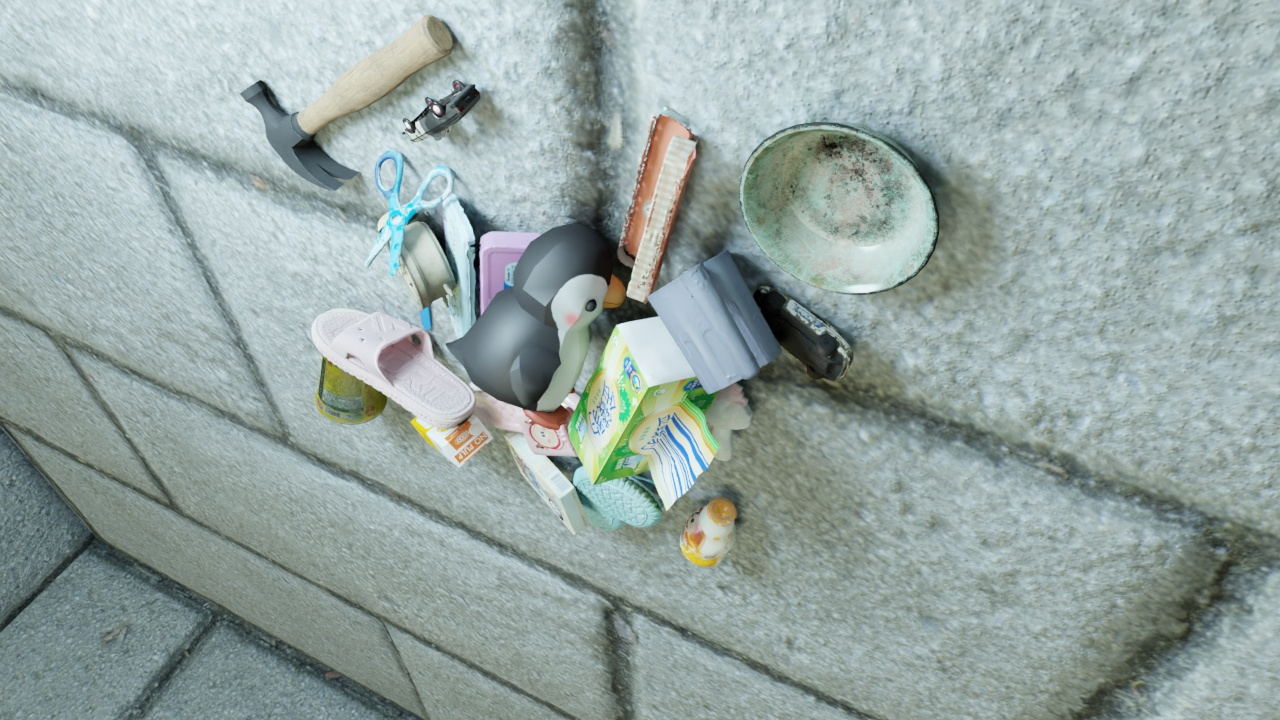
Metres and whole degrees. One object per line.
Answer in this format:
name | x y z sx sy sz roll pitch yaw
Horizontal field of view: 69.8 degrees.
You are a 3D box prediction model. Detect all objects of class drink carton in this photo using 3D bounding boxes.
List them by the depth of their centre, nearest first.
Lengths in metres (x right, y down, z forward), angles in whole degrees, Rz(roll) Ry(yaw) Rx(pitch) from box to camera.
drink carton | -0.251 0.093 1.220 0.123 0.058 0.040 22 149 54

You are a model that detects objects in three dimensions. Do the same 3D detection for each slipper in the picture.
slipper | -0.131 0.071 1.143 0.222 0.055 0.107 12 137 29
slipper | -0.305 -0.006 1.151 0.239 0.094 0.065 34 133 13
slipper | -0.032 0.163 1.163 0.116 0.069 0.277 35 159 -4

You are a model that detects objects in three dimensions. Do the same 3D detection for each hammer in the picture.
hammer | -0.281 -0.259 0.903 0.306 0.040 0.132 -11 122 43

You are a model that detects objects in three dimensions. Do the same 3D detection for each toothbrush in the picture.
toothbrush | -0.265 -0.089 1.098 0.016 0.014 0.167 25 143 12

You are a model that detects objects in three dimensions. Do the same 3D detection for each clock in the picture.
clock | -0.244 -0.123 0.995 0.141 0.054 0.093 64 164 -2

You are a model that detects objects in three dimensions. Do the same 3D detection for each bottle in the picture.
bottle | 0.087 0.207 1.121 0.063 0.063 0.109 28 144 9

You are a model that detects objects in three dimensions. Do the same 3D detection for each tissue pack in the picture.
tissue pack | 0.019 0.065 0.921 0.141 0.120 0.198 62 153 26

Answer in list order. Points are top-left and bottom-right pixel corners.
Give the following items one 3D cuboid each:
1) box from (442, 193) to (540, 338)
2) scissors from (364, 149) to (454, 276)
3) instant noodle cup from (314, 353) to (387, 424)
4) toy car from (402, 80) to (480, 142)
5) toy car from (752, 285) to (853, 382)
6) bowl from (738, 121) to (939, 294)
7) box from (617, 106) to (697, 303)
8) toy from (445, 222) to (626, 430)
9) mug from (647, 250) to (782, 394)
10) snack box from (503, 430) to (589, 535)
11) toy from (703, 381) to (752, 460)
box | -0.167 -0.072 1.008 0.140 0.062 0.215 28 144 13
scissors | -0.257 -0.156 0.948 0.113 0.141 0.013 38 -172 17
instant noodle cup | -0.398 0.017 1.262 0.102 0.102 0.108 26 135 10
toy car | -0.184 -0.228 0.854 0.092 0.040 0.037 -8 129 46
toy car | 0.147 -0.027 0.835 0.113 0.040 0.049 41 147 21
bowl | 0.156 -0.124 0.714 0.157 0.038 0.158 21 142 17
box | 0.009 -0.130 0.808 0.076 0.054 0.188 56 151 27
toy | -0.098 -0.052 0.896 0.140 0.158 0.184 24 117 -9
mug | 0.068 -0.033 0.802 0.104 0.084 0.124 60 180 -2
snack box | -0.125 0.156 1.204 0.150 0.026 0.082 41 156 42
toy | 0.082 0.050 0.969 0.076 0.037 0.126 33 142 16
